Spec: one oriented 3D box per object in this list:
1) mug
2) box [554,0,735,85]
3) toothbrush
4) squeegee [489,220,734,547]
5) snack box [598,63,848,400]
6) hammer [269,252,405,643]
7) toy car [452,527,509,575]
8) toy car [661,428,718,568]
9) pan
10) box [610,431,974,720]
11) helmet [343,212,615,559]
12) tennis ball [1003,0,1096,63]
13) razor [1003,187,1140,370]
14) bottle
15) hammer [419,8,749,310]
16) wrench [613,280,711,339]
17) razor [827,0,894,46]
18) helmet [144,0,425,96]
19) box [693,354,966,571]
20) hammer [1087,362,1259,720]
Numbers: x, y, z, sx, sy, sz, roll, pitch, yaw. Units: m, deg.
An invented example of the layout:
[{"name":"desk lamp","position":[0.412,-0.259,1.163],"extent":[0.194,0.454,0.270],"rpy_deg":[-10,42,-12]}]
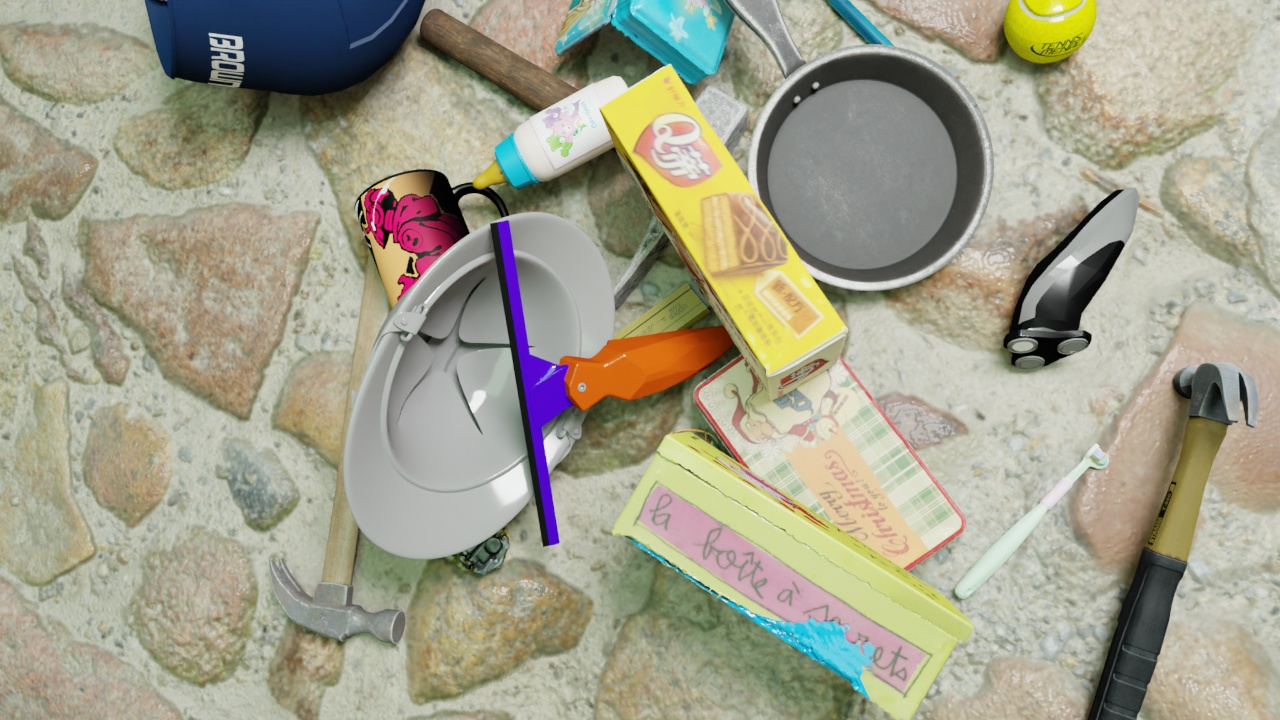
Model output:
[{"name":"mug","position":[-0.165,-0.102,0.764],"extent":[0.118,0.082,0.098],"rpy_deg":[-23,79,-4]},{"name":"box","position":[0.023,-0.342,0.771],"extent":[0.122,0.098,0.226],"rpy_deg":[-2,65,52]},{"name":"toothbrush","position":[0.293,0.122,0.689],"extent":[0.155,0.015,0.022],"rpy_deg":[-45,110,1]},{"name":"squeegee","position":[-0.004,0.004,0.699],"extent":[0.184,0.055,0.250],"rpy_deg":[-17,109,-29]},{"name":"snack box","position":[0.059,-0.089,0.664],"extent":[0.062,0.110,0.230],"rpy_deg":[-31,77,2]},{"name":"hammer","position":[-0.241,0.067,0.780],"extent":[0.119,0.030,0.331],"rpy_deg":[5,84,10]},{"name":"toy car","position":[-0.152,0.131,0.755],"extent":[0.107,0.030,0.049],"rpy_deg":[43,90,5]},{"name":"toy car","position":[0.038,0.108,0.717],"extent":[0.047,0.047,0.112],"rpy_deg":[0,83,6]},{"name":"pan","position":[0.127,-0.216,0.708],"extent":[0.187,0.055,0.357],"rpy_deg":[-36,91,2]},{"name":"box","position":[0.100,0.136,0.618],"extent":[0.221,0.124,0.081],"rpy_deg":[29,91,13]},{"name":"helmet","position":[-0.140,0.009,0.705],"extent":[0.118,0.183,0.271],"rpy_deg":[19,76,51]},{"name":"tennis ball","position":[0.317,-0.265,0.710],"extent":[0.065,0.065,0.065],"rpy_deg":[-1,82,9]},{"name":"razor","position":[0.327,-0.065,0.691],"extent":[0.060,0.057,0.156],"rpy_deg":[21,77,40]},{"name":"bottle","position":[-0.070,-0.174,0.733],"extent":[0.146,0.051,0.051],"rpy_deg":[-27,79,6]},{"name":"hammer","position":[-0.088,-0.189,0.784],"extent":[0.300,0.037,0.217],"rpy_deg":[33,89,13]},{"name":"wrench","position":[-0.043,0.009,0.758],"extent":[0.273,0.018,0.083],"rpy_deg":[-37,74,4]},{"name":"razor","position":[0.176,-0.285,0.761],"extent":[0.144,0.022,0.042],"rpy_deg":[47,129,8]},{"name":"helmet","position":[-0.280,-0.355,0.741],"extent":[0.222,0.233,0.272],"rpy_deg":[-12,103,-29]},{"name":"box","position":[0.142,0.075,0.705],"extent":[0.118,0.049,0.205],"rpy_deg":[-35,79,4]},{"name":"hammer","position":[0.355,0.160,0.634],"extent":[0.025,0.117,0.333],"rpy_deg":[17,91,13]}]
